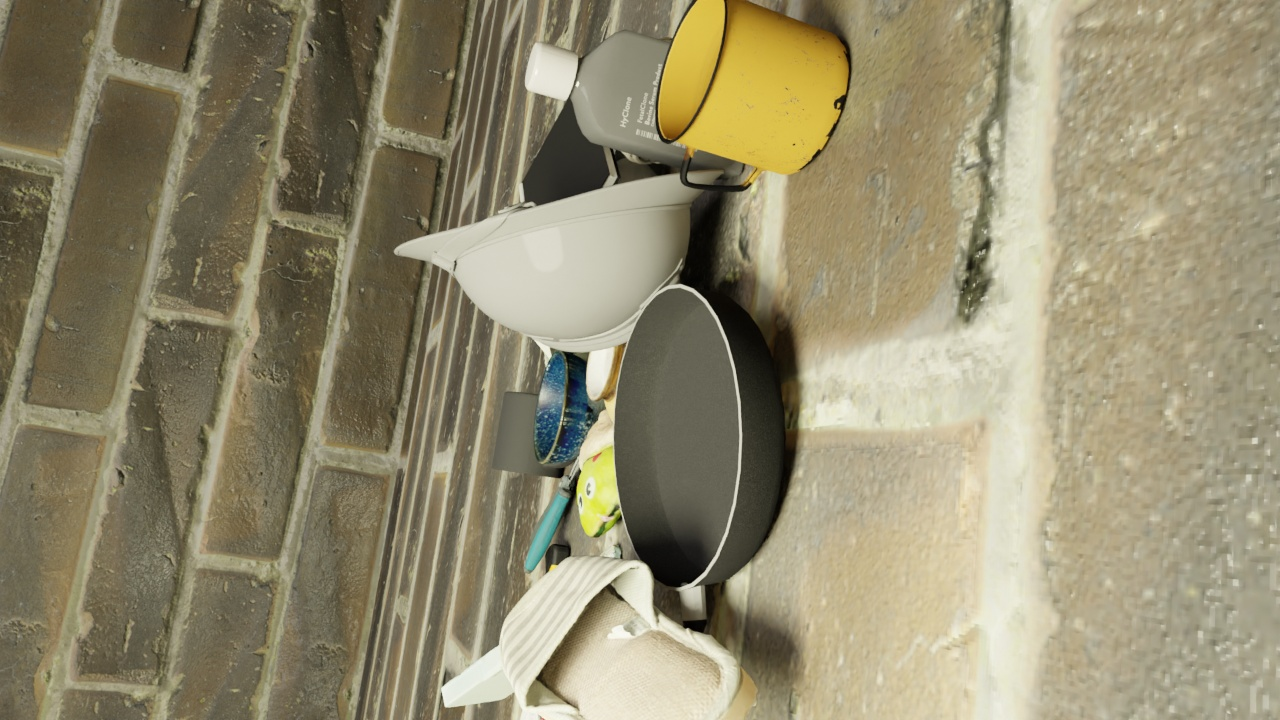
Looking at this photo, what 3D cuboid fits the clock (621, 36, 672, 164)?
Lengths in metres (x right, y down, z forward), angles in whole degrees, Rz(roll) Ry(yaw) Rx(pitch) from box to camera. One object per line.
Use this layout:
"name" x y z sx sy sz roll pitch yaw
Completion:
"clock" 0.018 -0.210 0.806 0.103 0.061 0.157 -41 -15 -5

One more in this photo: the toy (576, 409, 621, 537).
"toy" -0.032 0.096 0.830 0.092 0.043 0.117 121 154 -47

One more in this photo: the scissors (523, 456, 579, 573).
"scissors" -0.092 0.160 0.973 0.155 0.019 0.125 -67 7 -26

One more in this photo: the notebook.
"notebook" -0.075 -0.173 0.894 0.149 0.016 0.206 -54 31 31

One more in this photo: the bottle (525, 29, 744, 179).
"bottle" 0.000 -0.200 0.698 0.046 0.173 0.084 -161 82 -71

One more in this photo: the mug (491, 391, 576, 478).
"mug" -0.109 0.084 1.021 0.114 0.078 0.088 2 80 43

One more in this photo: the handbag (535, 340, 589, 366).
"handbag" -0.090 -0.039 1.019 0.151 0.074 0.176 44 149 54

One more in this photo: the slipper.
"slipper" -0.026 0.179 0.573 0.114 0.054 0.273 -47 20 -16

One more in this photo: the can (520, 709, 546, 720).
"can" -0.027 0.262 0.632 0.064 0.104 0.064 -170 91 -71

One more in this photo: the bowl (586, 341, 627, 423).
"bowl" -0.005 0.004 0.771 0.145 0.063 0.145 -170 91 -70

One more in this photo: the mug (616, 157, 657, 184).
"mug" -0.008 -0.133 0.869 0.107 0.071 0.089 81 -174 -47

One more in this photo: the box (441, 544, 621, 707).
"box" -0.097 0.245 0.830 0.198 0.074 0.126 -44 13 39

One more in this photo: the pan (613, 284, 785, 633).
"pan" 0.039 0.124 0.607 0.205 0.044 0.355 146 123 -63

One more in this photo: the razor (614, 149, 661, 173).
"razor" 0.007 -0.247 0.915 0.116 0.047 0.088 -93 22 -55

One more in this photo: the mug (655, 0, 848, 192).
"mug" 0.069 -0.169 0.606 0.100 0.094 0.124 -130 55 -64

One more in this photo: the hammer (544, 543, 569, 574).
"hammer" -0.083 0.326 0.876 0.170 0.034 0.323 121 154 -47

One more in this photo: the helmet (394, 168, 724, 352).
"helmet" -0.054 -0.064 0.714 0.183 0.272 0.118 -30 -73 -67

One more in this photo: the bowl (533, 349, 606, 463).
"bowl" -0.064 0.050 0.917 0.114 0.060 0.114 -172 91 -72
